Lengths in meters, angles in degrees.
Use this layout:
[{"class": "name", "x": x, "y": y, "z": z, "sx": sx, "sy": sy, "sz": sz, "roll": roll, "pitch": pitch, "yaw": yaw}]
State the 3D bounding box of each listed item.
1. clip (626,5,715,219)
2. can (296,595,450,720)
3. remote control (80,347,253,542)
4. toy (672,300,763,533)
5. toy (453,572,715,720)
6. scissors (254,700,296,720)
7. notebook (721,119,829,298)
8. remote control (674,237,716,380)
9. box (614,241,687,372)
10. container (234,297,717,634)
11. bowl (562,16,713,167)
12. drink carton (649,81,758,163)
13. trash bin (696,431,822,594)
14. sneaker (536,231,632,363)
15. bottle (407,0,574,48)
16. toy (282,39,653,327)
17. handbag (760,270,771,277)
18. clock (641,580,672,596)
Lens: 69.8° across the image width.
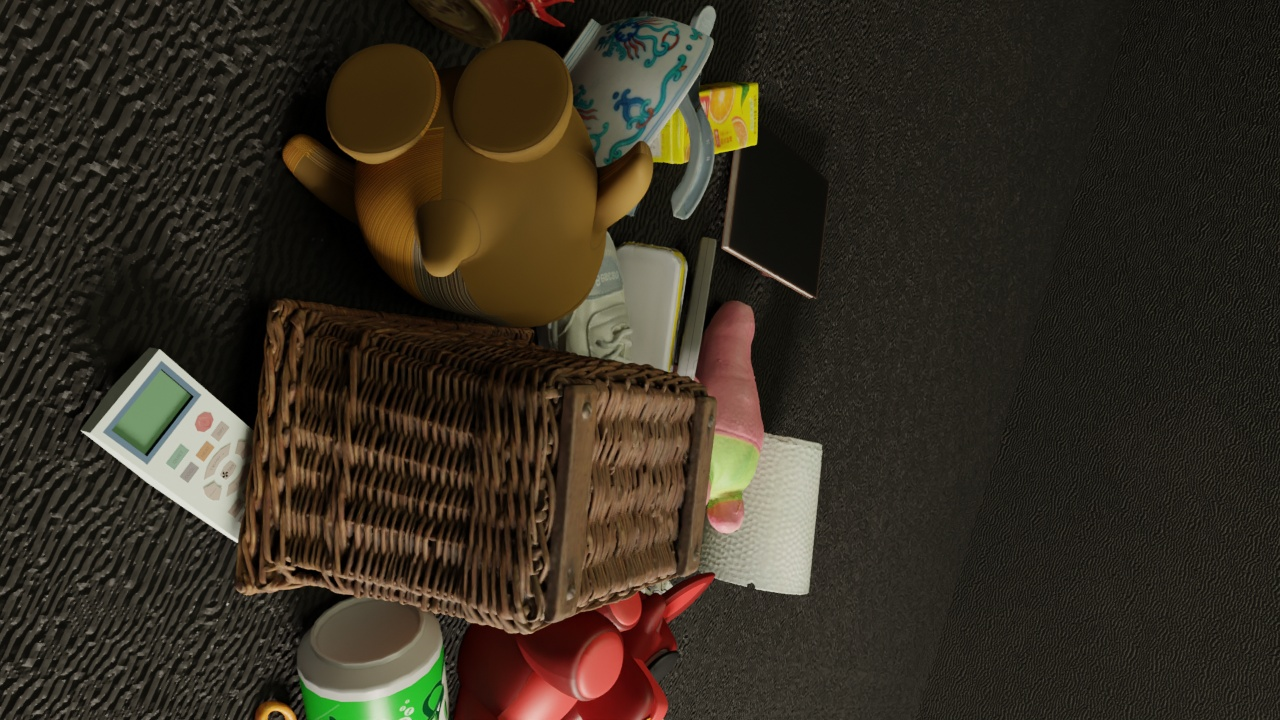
[{"class": "clip", "x": 0.000, "y": -0.196, "z": 0.731, "sx": 0.028, "sy": 0.127, "sz": 0.167, "roll": 4, "pitch": 91, "yaw": -59}, {"class": "can", "x": -0.168, "y": 0.228, "z": 0.593, "sx": 0.087, "sy": 0.088, "sz": 0.140, "roll": -30, "pitch": 127, "yaw": -49}, {"class": "remote control", "x": -0.227, "y": 0.054, "z": 0.484, "sx": 0.049, "sy": 0.024, "sz": 0.143, "roll": -63, "pitch": 148, "yaw": -27}, {"class": "toy", "x": 0.073, "y": 0.047, "z": 0.905, "sx": 0.192, "sy": 0.097, "sz": 0.236, "roll": 43, "pitch": 52, "yaw": -53}, {"class": "toy", "x": -0.036, "y": 0.217, "z": 0.649, "sx": 0.197, "sy": 0.120, "sz": 0.158, "roll": 13, "pitch": 114, "yaw": -54}, {"class": "scissors", "x": -0.248, "y": 0.275, "z": 0.558, "sx": 0.096, "sy": 0.012, "sz": 0.133, "roll": -1, "pitch": 102, "yaw": -57}, {"class": "notebook", "x": 0.148, "y": -0.158, "z": 0.970, "sx": 0.209, "sy": 0.008, "sz": 0.141, "roll": 18, "pitch": 78, "yaw": -54}, {"class": "remote control", "x": 0.047, "y": -0.036, "z": 0.826, "sx": 0.074, "sy": 0.019, "sz": 0.150, "roll": 98, "pitch": 3, "yaw": -51}, {"class": "box", "x": -0.004, "y": 0.004, "z": 0.784, "sx": 0.033, "sy": 0.064, "sz": 0.209, "roll": -24, "pitch": 123, "yaw": -67}, {"class": "container", "x": -0.074, "y": 0.061, "z": 0.554, "sx": 0.249, "sy": 0.183, "sz": 0.162, "roll": 4, "pitch": 93, "yaw": -64}, {"class": "bowl", "x": -0.024, "y": -0.187, "z": 0.637, "sx": 0.074, "sy": 0.144, "sz": 0.143, "roll": 35, "pitch": 67, "yaw": -15}, {"class": "drink carton", "x": 0.054, "y": -0.211, "z": 0.805, "sx": 0.134, "sy": 0.043, "sz": 0.059, "roll": -29, "pitch": 124, "yaw": -51}, {"class": "trash bin", "x": 0.134, "y": 0.162, "z": 1.015, "sx": 0.133, "sy": 0.133, "sz": 0.161, "roll": 18, "pitch": 82, "yaw": -59}, {"class": "sneaker", "x": -0.027, "y": 0.015, "z": 0.725, "sx": 0.089, "sy": 0.091, "sz": 0.242, "roll": -19, "pitch": 118, "yaw": -53}, {"class": "bottle", "x": -0.078, "y": -0.244, "z": 0.529, "sx": 0.111, "sy": 0.099, "sz": 0.099, "roll": -63, "pitch": 147, "yaw": -10}, {"class": "toy", "x": -0.082, "y": -0.093, "z": 0.550, "sx": 0.203, "sy": 0.199, "sz": 0.162, "roll": 62, "pitch": 31, "yaw": -73}, {"class": "handbag", "x": 0.144, "y": -0.154, "z": 0.991, "sx": 0.055, "sy": 0.029, "sz": 0.120, "roll": -42, "pitch": 131, "yaw": -45}, {"class": "clock", "x": -0.026, "y": 0.229, "z": 0.836, "sx": 0.154, "sy": 0.065, "sz": 0.114, "roll": -59, "pitch": 148, "yaw": 3}]
